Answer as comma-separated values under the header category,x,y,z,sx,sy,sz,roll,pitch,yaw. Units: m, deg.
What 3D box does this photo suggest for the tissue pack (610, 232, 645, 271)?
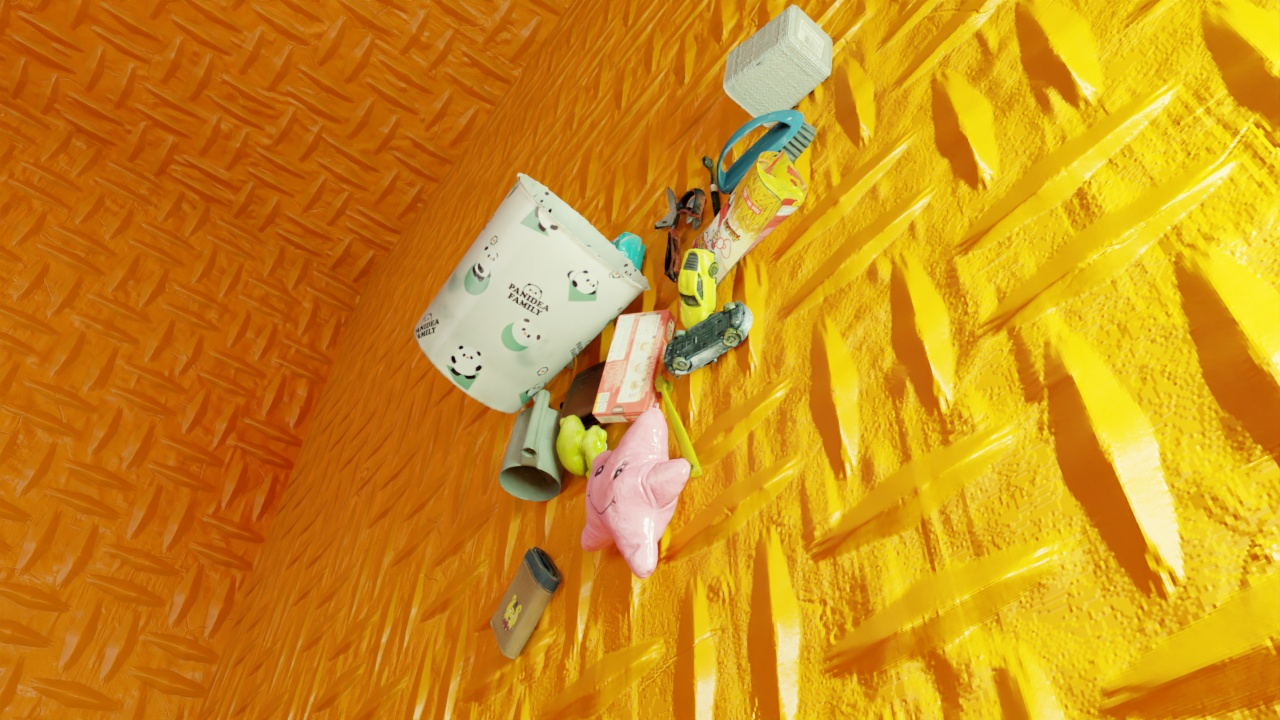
category,x,y,z,sx,sy,sz,roll,pitch,yaw
tissue pack,-0.050,-0.128,1.387,0.134,0.050,0.093,-29,40,51

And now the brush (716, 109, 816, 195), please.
category,x,y,z,sx,sy,sz,roll,pitch,yaw
brush,0.143,-0.256,1.125,0.144,0.073,0.055,-39,25,39

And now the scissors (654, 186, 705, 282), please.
category,x,y,z,sx,sy,sz,roll,pitch,yaw
scissors,0.050,-0.191,1.269,0.189,0.015,0.225,121,157,-54

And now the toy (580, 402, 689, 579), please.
category,x,y,z,sx,sy,sz,roll,pitch,yaw
toy,-0.010,0.131,0.985,0.195,0.074,0.178,8,79,64

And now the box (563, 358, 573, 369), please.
category,x,y,z,sx,sy,sz,roll,pitch,yaw
box,-0.143,-0.064,1.424,0.168,0.078,0.091,-92,3,-51

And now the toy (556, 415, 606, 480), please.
category,x,y,z,sx,sy,sz,roll,pitch,yaw
toy,-0.076,0.113,1.164,0.100,0.031,0.096,-26,68,47

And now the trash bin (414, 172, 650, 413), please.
category,x,y,z,sx,sy,sz,roll,pitch,yaw
trash bin,-0.153,-0.080,1.232,0.252,0.229,0.229,-48,26,10

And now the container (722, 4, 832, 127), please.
category,x,y,z,sx,sy,sz,roll,pitch,yaw
container,0.180,-0.380,1.179,0.115,0.090,0.090,-31,37,42

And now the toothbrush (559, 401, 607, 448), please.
category,x,y,z,sx,sy,sz,roll,pitch,yaw
toothbrush,-0.077,0.089,1.242,0.016,0.018,0.192,-55,26,0

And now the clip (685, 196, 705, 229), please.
category,x,y,z,sx,sy,sz,roll,pitch,yaw
clip,0.075,-0.205,1.269,0.025,0.036,0.057,-34,34,41

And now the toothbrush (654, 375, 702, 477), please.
category,x,y,z,sx,sy,sz,roll,pitch,yaw
toothbrush,0.043,0.071,1.028,0.016,0.016,0.190,-51,27,17

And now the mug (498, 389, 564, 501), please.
category,x,y,z,sx,sy,sz,roll,pitch,yaw
mug,-0.138,0.112,1.226,0.124,0.083,0.103,99,-179,-48

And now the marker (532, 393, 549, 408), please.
category,x,y,z,sx,sy,sz,roll,pitch,yaw
marker,-0.149,0.070,1.400,0.017,0.017,0.145,-57,24,6

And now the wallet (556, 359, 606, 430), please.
category,x,y,z,sx,sy,sz,roll,pitch,yaw
wallet,-0.051,0.037,1.215,0.125,0.032,0.101,-26,35,36

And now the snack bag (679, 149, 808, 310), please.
category,x,y,z,sx,sy,sz,roll,pitch,yaw
snack bag,0.111,-0.154,1.103,0.208,0.073,0.128,-46,27,45

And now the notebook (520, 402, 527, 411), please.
category,x,y,z,sx,sy,sz,roll,pitch,yaw
notebook,-0.180,-0.038,1.469,0.146,0.010,0.205,90,-175,-56

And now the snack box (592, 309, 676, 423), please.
category,x,y,z,sx,sy,sz,roll,pitch,yaw
snack box,-0.007,0.007,1.146,0.075,0.025,0.152,-5,54,28

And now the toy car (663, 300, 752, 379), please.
category,x,y,z,sx,sy,sz,roll,pitch,yaw
toy car,0.077,-0.022,1.041,0.121,0.037,0.054,-32,34,30

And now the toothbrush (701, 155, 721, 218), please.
category,x,y,z,sx,sy,sz,roll,pitch,yaw
toothbrush,0.099,-0.231,1.252,0.012,0.017,0.185,-38,31,26

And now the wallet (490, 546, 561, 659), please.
category,x,y,z,sx,sy,sz,roll,pitch,yaw
wallet,-0.141,0.293,1.120,0.115,0.033,0.090,-62,25,4

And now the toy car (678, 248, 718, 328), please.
category,x,y,z,sx,sy,sz,roll,pitch,yaw
toy car,0.065,-0.080,1.082,0.048,0.032,0.105,13,107,52
